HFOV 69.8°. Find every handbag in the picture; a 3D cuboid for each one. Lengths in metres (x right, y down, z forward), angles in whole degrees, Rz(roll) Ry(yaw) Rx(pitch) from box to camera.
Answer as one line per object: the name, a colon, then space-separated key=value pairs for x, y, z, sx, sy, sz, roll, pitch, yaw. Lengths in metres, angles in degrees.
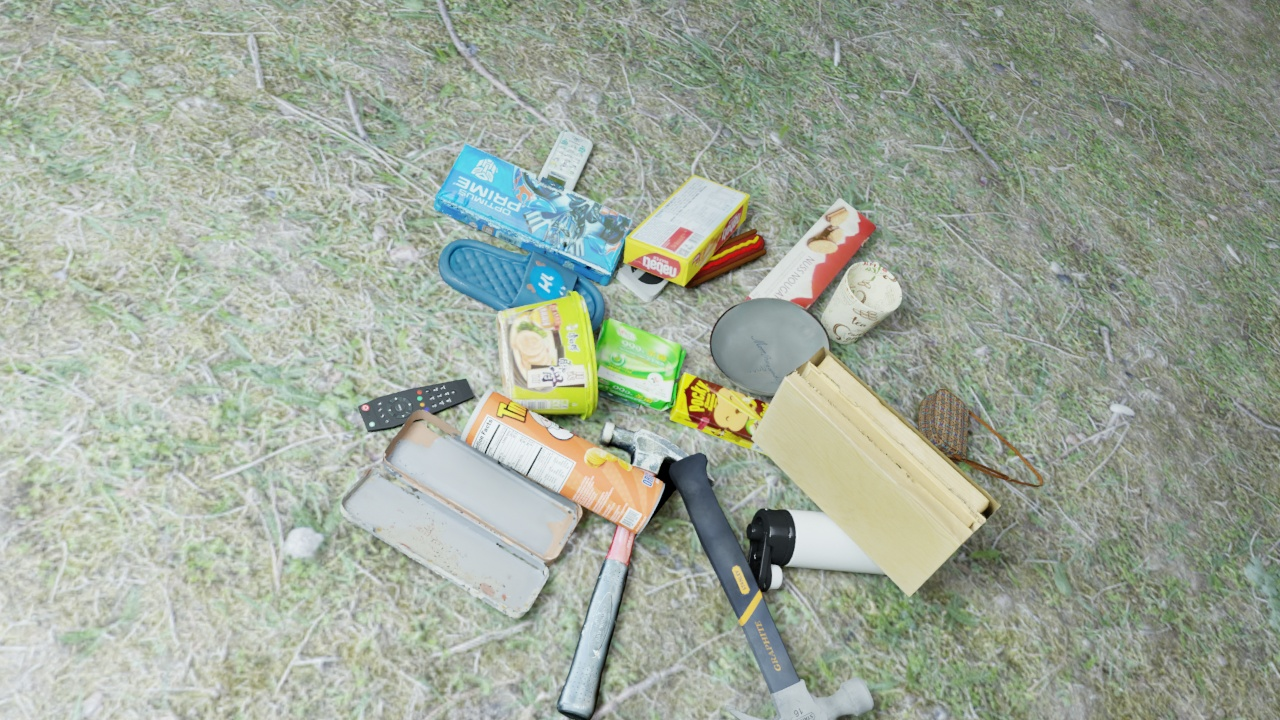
handbag: x=0.453 y=0.117 z=1.223 sx=0.195 sy=0.043 sz=0.093 roll=30 pitch=49 yaw=-11

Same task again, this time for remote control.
remote control: x=-0.248 y=0.048 z=1.020 sx=0.124 sy=0.010 sz=0.039 roll=-17 pitch=66 yaw=-28
remote control: x=-0.107 y=-0.264 z=1.264 sx=0.050 sy=0.022 sz=0.133 roll=23 pitch=54 yaw=-5

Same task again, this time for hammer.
hammer: x=-0.016 y=0.221 z=0.980 sx=0.140 sy=0.036 sz=0.325 roll=21 pitch=54 yaw=-4
hammer: x=0.115 y=0.243 z=0.971 sx=0.139 sy=0.035 sz=0.312 roll=-22 pitch=75 yaw=-7

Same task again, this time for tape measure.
tape measure: x=0.005 y=-0.114 z=1.211 sx=0.064 sy=0.017 sz=0.064 roll=40 pitch=54 yaw=7

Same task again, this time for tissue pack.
tissue pack: x=-0.007 y=0.007 z=1.121 sx=0.114 sy=0.034 sz=0.099 roll=20 pitch=53 yaw=-9

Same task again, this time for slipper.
slipper: x=-0.141 y=-0.099 z=1.124 sx=0.213 sy=0.059 sz=0.103 roll=22 pitch=52 yaw=-4

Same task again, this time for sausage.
sausage: x=0.111 y=-0.140 z=1.252 sx=0.155 sy=0.040 sz=0.040 roll=-26 pitch=70 yaw=-31

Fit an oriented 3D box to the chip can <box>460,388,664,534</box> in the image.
chip can: x=-0.081 y=0.106 z=0.965 sx=0.210 sy=0.062 sz=0.062 roll=29 pitch=54 yaw=-2

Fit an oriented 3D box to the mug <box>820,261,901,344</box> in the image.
mug: x=0.298 y=-0.087 z=1.249 sx=0.081 sy=0.097 sz=0.121 roll=26 pitch=54 yaw=-3

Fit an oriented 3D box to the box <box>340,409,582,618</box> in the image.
box: x=-0.181 y=0.157 z=0.949 sx=0.216 sy=0.063 sz=0.156 roll=31 pitch=39 yaw=1

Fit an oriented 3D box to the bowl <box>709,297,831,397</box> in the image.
bowl: x=0.162 y=-0.006 z=1.164 sx=0.151 sy=0.057 sz=0.150 roll=0 pitch=56 yaw=-1

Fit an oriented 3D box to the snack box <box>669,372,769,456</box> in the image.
snack box: x=0.113 y=0.068 z=1.128 sx=0.149 sy=0.026 sz=0.061 roll=20 pitch=53 yaw=-7

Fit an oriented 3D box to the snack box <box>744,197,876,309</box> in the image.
snack box: x=0.241 y=-0.133 z=1.292 sx=0.076 sy=0.044 sz=0.272 roll=40 pitch=54 yaw=8

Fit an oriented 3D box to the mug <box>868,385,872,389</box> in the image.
mug: x=0.252 y=0.099 z=1.134 sx=0.111 sy=0.085 sz=0.104 roll=-19 pitch=69 yaw=2

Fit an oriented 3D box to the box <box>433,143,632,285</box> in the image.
box: x=-0.134 y=-0.190 z=1.179 sx=0.243 sy=0.066 sz=0.090 roll=24 pitch=55 yaw=-4

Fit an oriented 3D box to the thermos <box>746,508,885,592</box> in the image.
thermos: x=0.231 y=0.224 z=1.050 sx=0.229 sy=0.069 sz=0.101 roll=7 pitch=70 yaw=-15

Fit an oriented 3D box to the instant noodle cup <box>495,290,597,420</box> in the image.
instant noodle cup: x=-0.107 y=-0.002 z=1.028 sx=0.097 sy=0.146 sz=0.146 roll=-6 pitch=61 yaw=-11

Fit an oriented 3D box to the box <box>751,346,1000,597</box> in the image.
box: x=0.261 y=0.109 z=1.008 sx=0.148 sy=0.141 sz=0.248 roll=-36 pitch=68 yaw=-23

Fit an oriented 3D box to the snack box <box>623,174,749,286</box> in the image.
snack box: x=0.065 y=-0.179 z=1.231 sx=0.092 sy=0.042 sz=0.200 roll=23 pitch=44 yaw=19
